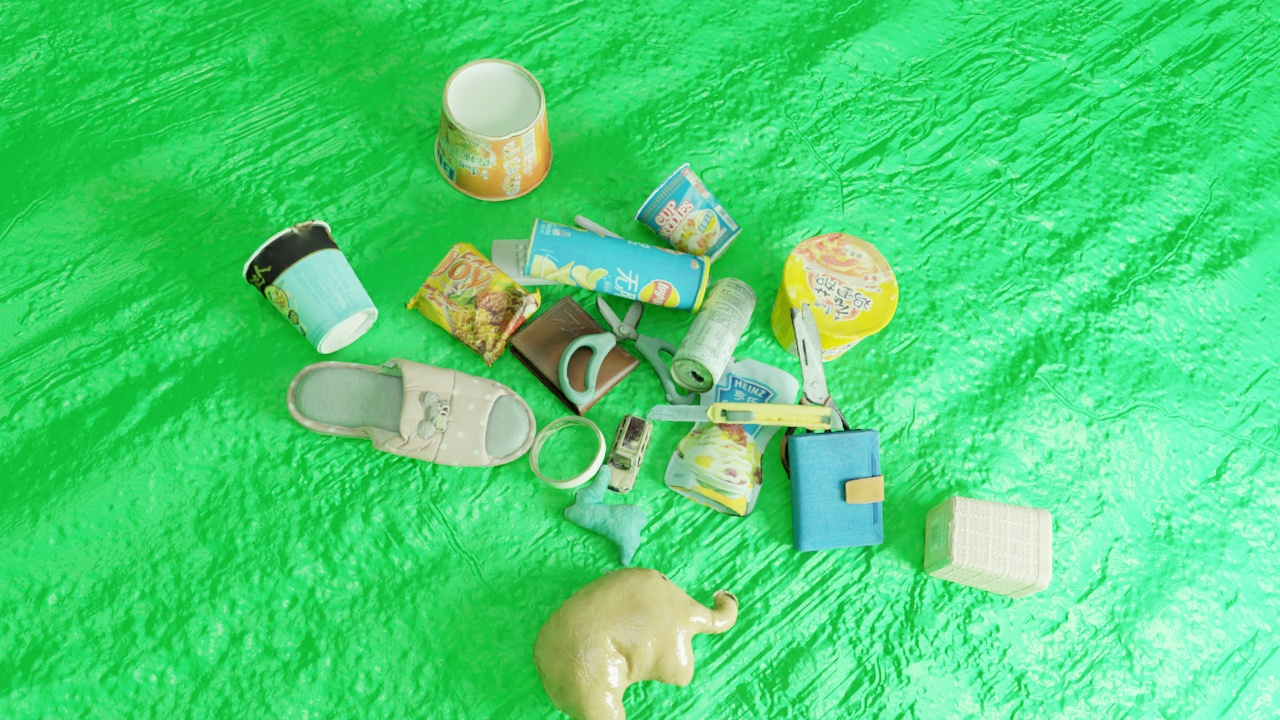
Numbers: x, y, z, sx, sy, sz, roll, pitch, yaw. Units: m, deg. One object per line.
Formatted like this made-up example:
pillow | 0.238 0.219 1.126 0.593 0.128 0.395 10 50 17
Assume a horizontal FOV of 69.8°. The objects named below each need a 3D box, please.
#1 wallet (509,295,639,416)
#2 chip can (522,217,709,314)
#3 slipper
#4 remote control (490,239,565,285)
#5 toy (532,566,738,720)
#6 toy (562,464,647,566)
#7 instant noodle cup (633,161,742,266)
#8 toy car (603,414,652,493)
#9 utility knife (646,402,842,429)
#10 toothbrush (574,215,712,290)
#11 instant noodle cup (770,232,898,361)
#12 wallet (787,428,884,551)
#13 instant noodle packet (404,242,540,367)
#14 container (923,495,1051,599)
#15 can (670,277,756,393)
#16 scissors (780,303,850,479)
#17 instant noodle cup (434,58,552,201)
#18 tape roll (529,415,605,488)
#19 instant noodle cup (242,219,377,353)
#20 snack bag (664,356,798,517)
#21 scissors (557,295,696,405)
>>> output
wallet | -0.077 -0.008 1.074 0.124 0.032 0.101 44 63 7
chip can | -0.029 -0.111 1.082 0.210 0.071 0.071 12 66 -6
slipper | -0.251 0.053 1.009 0.274 0.054 0.114 11 66 -3
remote control | -0.107 -0.121 1.123 0.150 0.021 0.058 -3 68 -9
toy | -0.002 0.277 0.946 0.225 0.083 0.143 -28 79 -22
toy | -0.037 0.166 1.003 0.092 0.030 0.096 21 89 4
instant noodle cup | 0.065 -0.173 1.137 0.110 0.099 0.099 43 68 2
toy car | -0.016 0.105 1.036 0.042 0.035 0.090 20 69 2
utility knife | 0.116 0.061 1.034 0.219 0.022 0.031 3 107 11
toothbrush | 0.002 -0.136 1.147 0.189 0.029 0.021 27 103 4
instant noodle cup | 0.224 -0.067 1.104 0.138 0.110 0.137 3 67 -7
wallet | 0.220 0.145 1.031 0.106 0.040 0.133 -4 94 -9
instant noodle packet | -0.194 -0.071 1.069 0.128 0.044 0.110 35 77 8
container | 0.385 0.207 1.028 0.111 0.090 0.090 12 66 -1
can | 0.087 -0.031 1.079 0.058 0.058 0.146 28 53 3
scissors | 0.186 0.046 1.041 0.207 0.015 0.193 39 96 -14
instant noodle cup | -0.180 -0.289 1.132 0.151 0.112 0.151 3 67 -8
tape roll | -0.081 0.101 1.017 0.086 0.014 0.085 -11 53 15
instant noodle cup | -0.360 -0.076 1.024 0.111 0.111 0.120 -37 83 -21
snack bag | 0.108 0.080 1.065 0.110 0.039 0.190 19 65 12
scissors | -0.006 0.006 1.062 0.180 0.019 0.169 32 55 -2
